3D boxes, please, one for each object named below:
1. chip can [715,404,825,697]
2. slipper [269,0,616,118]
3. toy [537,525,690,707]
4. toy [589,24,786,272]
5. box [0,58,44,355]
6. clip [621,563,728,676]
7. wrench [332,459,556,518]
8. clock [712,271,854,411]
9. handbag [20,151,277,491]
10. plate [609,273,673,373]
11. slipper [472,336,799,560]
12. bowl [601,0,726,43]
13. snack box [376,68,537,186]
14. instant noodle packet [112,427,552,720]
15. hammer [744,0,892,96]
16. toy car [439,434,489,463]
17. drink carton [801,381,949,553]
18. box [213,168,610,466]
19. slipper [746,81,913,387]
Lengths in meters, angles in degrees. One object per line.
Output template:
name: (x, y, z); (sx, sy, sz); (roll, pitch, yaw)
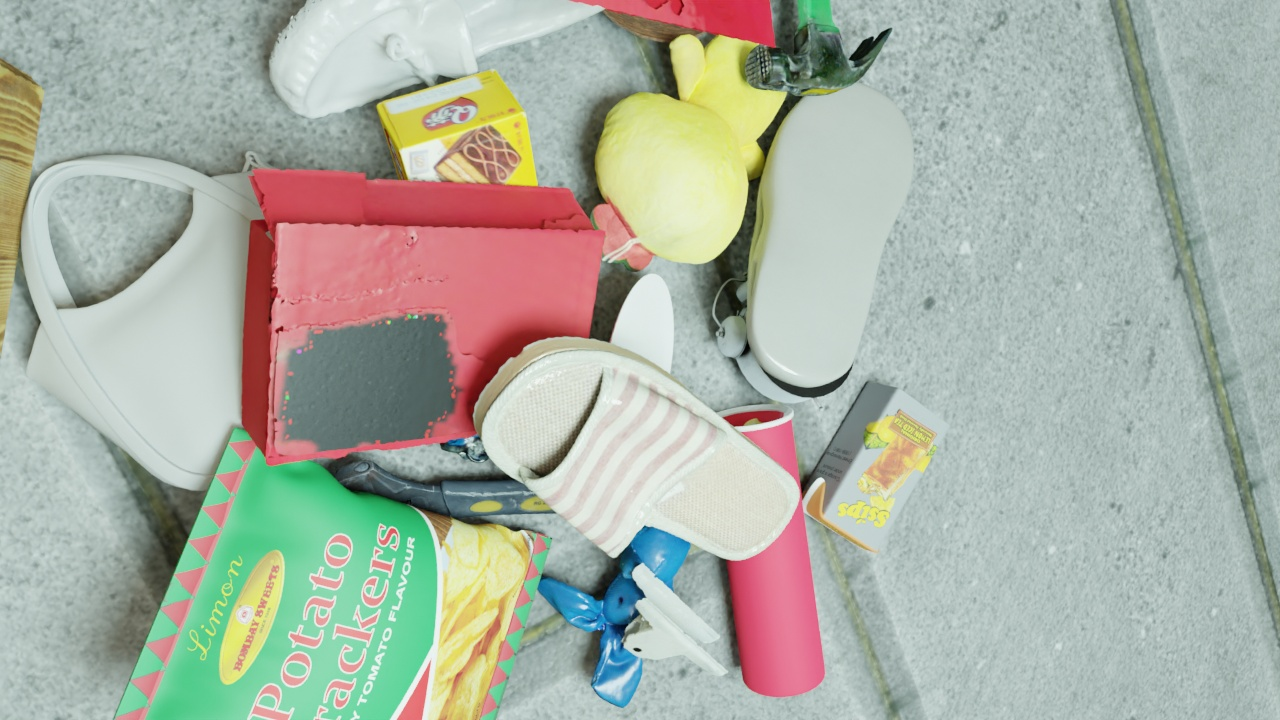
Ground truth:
chip can: (0.100, 0.150, 0.729); (0.069, 0.069, 0.220); (-12, 100, -17)
slipper: (-0.121, -0.222, 0.601); (0.246, 0.112, 0.074); (-26, 66, -8)
toy: (-0.003, 0.164, 0.699); (0.112, 0.071, 0.176); (38, 94, -15)
toy: (0.042, -0.154, 0.669); (0.134, 0.092, 0.207); (43, 61, -28)
box: (-0.505, -0.046, 0.404); (0.334, 0.279, 0.286); (8, 93, -20)
clip: (0.018, 0.196, 0.665); (0.102, 0.058, 0.052); (48, 65, -26)
wrench: (-0.103, 0.100, 0.674); (0.273, 0.022, 0.073); (0, 124, -21)
clock: (0.110, -0.019, 0.719); (0.122, 0.035, 0.094); (31, 66, -12)
handbag: (-0.286, -0.048, 0.593); (0.222, 0.096, 0.215); (45, 80, -5)
plate: (-0.004, 0.004, 0.663); (0.011, 0.134, 0.134); (9, 93, 20)
slipper: (0.012, 0.074, 0.588); (0.262, 0.052, 0.115); (30, 100, -36)
bowl: (0.009, -0.285, 0.675); (0.114, 0.026, 0.102); (14, 91, -18)
snack box: (-0.116, -0.123, 0.608); (0.083, 0.061, 0.106); (-21, 140, -15)
instant noodle packet: (-0.180, 0.178, 0.593); (0.252, 0.090, 0.195); (29, 71, -39)
hammer: (0.118, -0.356, 0.679); (0.130, 0.032, 0.318); (-7, 90, -32)
toy car: (-0.086, 0.054, 0.669); (0.120, 0.056, 0.043); (3, 89, -21)
drink carton: (0.192, 0.088, 0.762); (0.076, 0.048, 0.124); (33, 85, -18)
box: (-0.152, -0.042, 0.586); (0.213, 0.153, 0.165); (-7, 113, -40)
slipper: (0.131, -0.092, 0.700); (0.113, 0.081, 0.265); (21, 65, -9)
